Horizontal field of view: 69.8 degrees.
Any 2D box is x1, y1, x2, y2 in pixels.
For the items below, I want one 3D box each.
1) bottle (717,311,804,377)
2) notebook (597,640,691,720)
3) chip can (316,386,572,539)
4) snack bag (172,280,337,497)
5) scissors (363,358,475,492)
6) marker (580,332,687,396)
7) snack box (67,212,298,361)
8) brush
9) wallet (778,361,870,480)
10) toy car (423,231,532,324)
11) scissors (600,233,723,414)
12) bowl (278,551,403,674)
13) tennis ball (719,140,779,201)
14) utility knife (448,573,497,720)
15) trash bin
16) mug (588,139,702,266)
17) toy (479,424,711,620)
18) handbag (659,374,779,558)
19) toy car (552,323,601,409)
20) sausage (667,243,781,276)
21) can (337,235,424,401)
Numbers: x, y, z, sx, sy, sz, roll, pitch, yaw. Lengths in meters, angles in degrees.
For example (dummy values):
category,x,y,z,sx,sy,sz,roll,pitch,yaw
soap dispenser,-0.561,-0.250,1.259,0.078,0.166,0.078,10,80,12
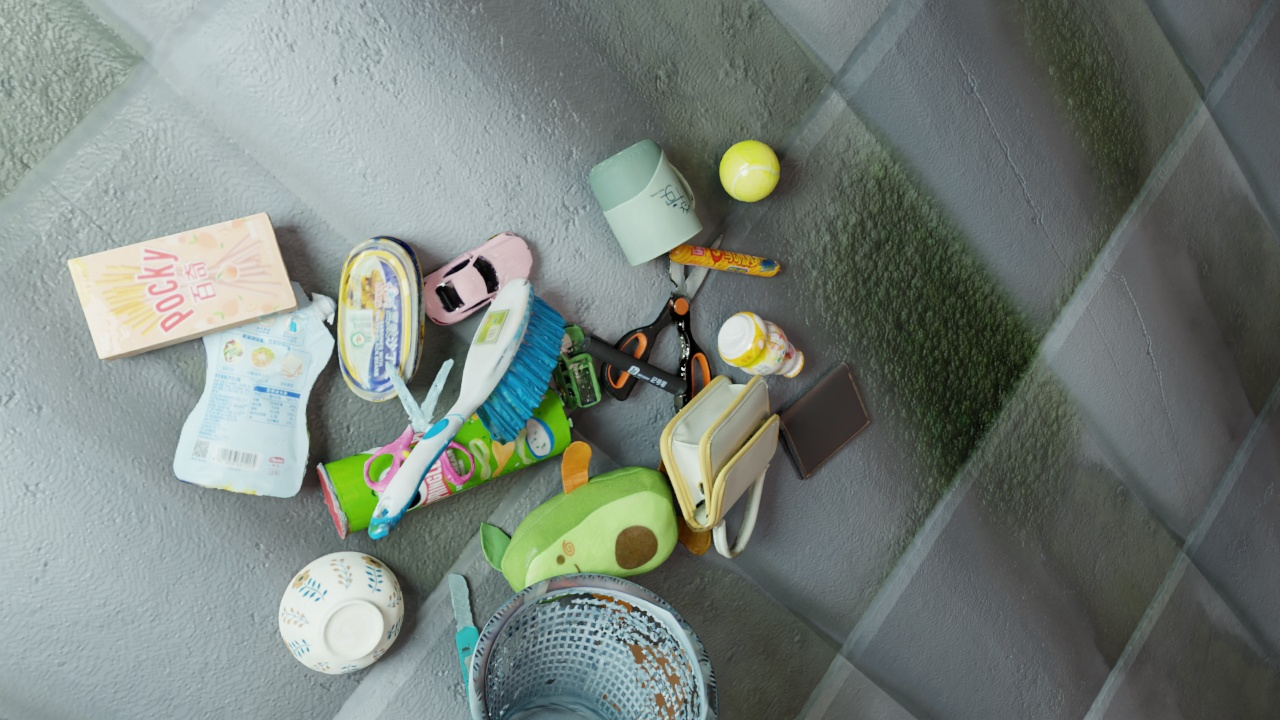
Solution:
category,x,y,z,sx,sy,sz,roll,pitch,yaw
bottle,0.138,-0.012,1.033,0.108,0.063,0.063,23,85,-39
notebook,-0.023,0.420,1.030,0.147,0.008,0.207,13,90,-28
chip can,-0.181,0.093,0.875,0.235,0.072,0.072,-19,104,-25
snack bag,-0.335,0.019,0.803,0.110,0.039,0.191,12,87,-11
scissors,-0.190,0.062,0.819,0.128,0.017,0.133,29,78,-21
marker,-0.006,0.006,0.955,0.132,0.020,0.022,26,52,-31
snack box,-0.376,-0.062,0.762,0.157,0.026,0.084,-18,92,-18
brush,-0.144,0.043,0.802,0.109,0.061,0.313,62,34,-43
wallet,0.221,0.074,1.110,0.122,0.020,0.096,-37,116,-20
toy car,-0.157,-0.080,0.886,0.122,0.037,0.056,-35,112,-21
scissors,0.038,-0.036,1.004,0.220,0.022,0.222,-41,114,-23
bowl,-0.272,0.240,0.851,0.113,0.062,0.113,-4,98,-28
tennis ball,0.119,-0.205,0.997,0.065,0.065,0.065,-3,97,-27
utility knife,-0.171,0.314,0.938,0.029,0.013,0.209,-14,102,-25
trash bin,-0.062,0.350,0.877,0.226,0.226,0.196,-7,140,-27
mug,0.011,-0.167,0.937,0.111,0.082,0.106,-37,103,-42
toy,-0.035,0.176,0.948,0.246,0.090,0.227,-23,112,-22
handbag,0.103,0.120,0.996,0.162,0.063,0.179,-40,120,-47
toy car,-0.067,0.007,0.944,0.043,0.036,0.091,-22,102,-22
sausage,0.095,-0.109,1.011,0.165,0.021,0.021,4,94,-36
can,-0.235,-0.038,0.830,0.074,0.049,0.148,3,99,-9
